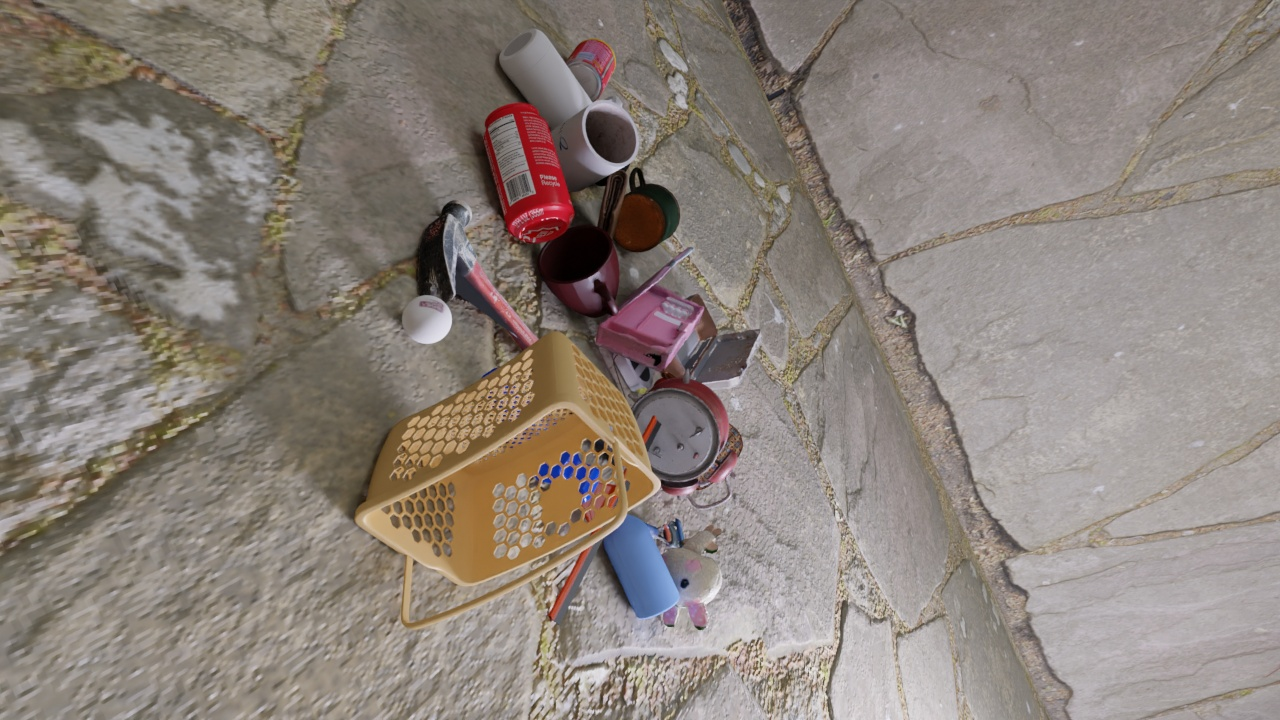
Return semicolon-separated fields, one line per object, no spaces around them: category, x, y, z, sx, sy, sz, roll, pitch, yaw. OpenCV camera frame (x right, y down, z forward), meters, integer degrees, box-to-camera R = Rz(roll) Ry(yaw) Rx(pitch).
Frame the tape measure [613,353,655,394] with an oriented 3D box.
tape measure;-0.007;0.007;1.131;0.064;0.017;0.064;60;23;-12

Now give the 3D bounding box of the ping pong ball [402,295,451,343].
ping pong ball;-0.177;-0.034;0.761;0.040;0.040;0.040;48;28;-37

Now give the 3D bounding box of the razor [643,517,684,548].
razor;0.007;0.179;0.987;0.141;0.018;0.043;31;41;-49

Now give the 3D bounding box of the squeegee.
squeegee;-0.084;0.081;0.836;0.185;0.055;0.248;55;42;-25

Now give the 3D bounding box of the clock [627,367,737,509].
clock;0.049;0.098;1.040;0.157;0.110;0.061;63;22;-4

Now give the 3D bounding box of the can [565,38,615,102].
can;-0.077;-0.421;1.336;0.067;0.067;0.124;55;25;-24

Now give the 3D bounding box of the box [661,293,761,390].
box;0.097;-0.031;1.298;0.115;0.096;0.216;58;23;-9

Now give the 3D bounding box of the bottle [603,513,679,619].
bottle;-0.009;0.185;0.905;0.131;0.048;0.048;65;22;-1

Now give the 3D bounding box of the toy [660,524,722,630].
toy;0.049;0.221;0.945;0.050;0.087;0.112;21;76;-40

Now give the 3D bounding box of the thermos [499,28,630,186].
thermos;-0.095;-0.333;1.220;0.230;0.069;0.101;49;15;-37

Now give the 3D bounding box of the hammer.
hammer;-0.103;-0.001;0.905;0.326;0.036;0.140;53;24;-30

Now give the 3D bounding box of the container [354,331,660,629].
container;-0.090;0.093;0.645;0.129;0.184;0.166;48;21;-37

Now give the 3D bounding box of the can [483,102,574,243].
can;-0.124;-0.204;1.005;0.074;0.075;0.142;16;53;-62

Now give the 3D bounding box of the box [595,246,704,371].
box;0.027;-0.079;1.139;0.099;0.107;0.232;25;22;8

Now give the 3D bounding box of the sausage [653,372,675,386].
sausage;0.057;0.055;1.185;0.155;0.040;0.040;36;36;-58

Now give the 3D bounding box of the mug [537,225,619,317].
mug;-0.054;-0.082;1.024;0.114;0.087;0.088;49;-11;39

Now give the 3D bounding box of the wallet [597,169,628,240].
wallet;-0.041;-0.172;1.152;0.120;0.027;0.099;-82;-173;-52

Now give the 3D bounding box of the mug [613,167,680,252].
mug;0.001;-0.210;1.269;0.081;0.085;0.111;-48;128;-64

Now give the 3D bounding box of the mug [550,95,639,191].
mug;-0.058;-0.278;1.138;0.083;0.097;0.119;33;62;-28

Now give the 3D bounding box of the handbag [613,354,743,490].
handbag;0.033;0.066;1.104;0.196;0.093;0.043;46;-5;-11
